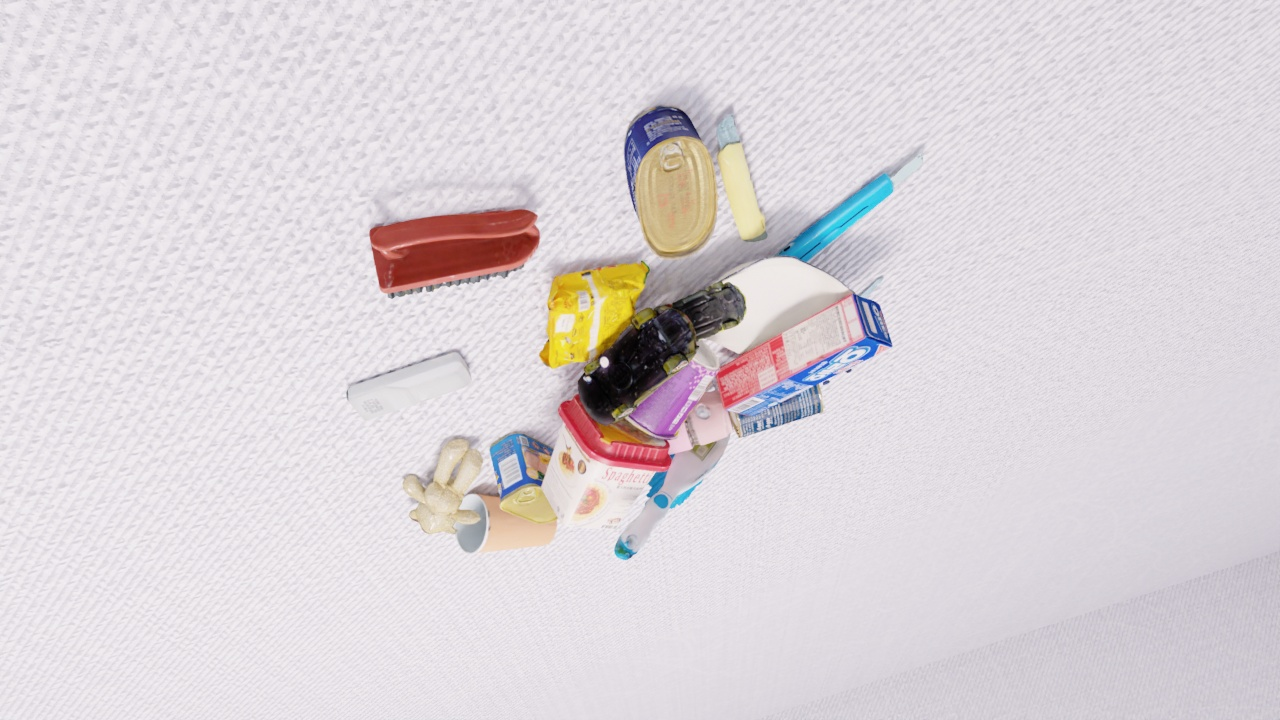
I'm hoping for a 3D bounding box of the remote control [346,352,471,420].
[{"bbox_3d":[-0.243,0.029,0.971,0.125,0.024,0.049,-18,145,-1],"label":"remote control"}]

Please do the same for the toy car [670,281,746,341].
[{"bbox_3d":[0.062,-0.045,0.941,0.105,0.048,0.032,-23,174,26],"label":"toy car"}]

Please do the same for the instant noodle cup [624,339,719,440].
[{"bbox_3d":[0.027,0.016,1.018,0.111,0.111,0.099,20,116,-43],"label":"instant noodle cup"}]

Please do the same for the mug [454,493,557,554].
[{"bbox_3d":[-0.176,0.218,1.226,0.122,0.078,0.078,9,137,-43],"label":"mug"}]

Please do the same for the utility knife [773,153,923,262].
[{"bbox_3d":[0.217,-0.153,0.949,0.183,0.018,0.034,-38,139,25],"label":"utility knife"}]

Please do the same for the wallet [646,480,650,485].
[{"bbox_3d":[-0.034,0.154,1.241,0.115,0.033,0.090,-12,148,-12],"label":"wallet"}]

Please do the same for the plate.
[{"bbox_3d":[0.134,-0.066,0.997,0.165,0.034,0.163,-30,144,35],"label":"plate"}]

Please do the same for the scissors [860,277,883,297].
[{"bbox_3d":[0.242,-0.055,1.103,0.133,0.017,0.134,6,135,-38],"label":"scissors"}]

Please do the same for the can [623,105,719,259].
[{"bbox_3d":[0.027,-0.157,0.824,0.074,0.049,0.148,-18,146,-4],"label":"can"}]

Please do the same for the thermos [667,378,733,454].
[{"bbox_3d":[0.010,0.078,1.121,0.199,0.087,0.067,-17,161,8],"label":"thermos"}]

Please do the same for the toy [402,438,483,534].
[{"bbox_3d":[-0.237,0.157,1.128,0.105,0.066,0.158,26,128,-6],"label":"toy"}]

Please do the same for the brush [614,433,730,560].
[{"bbox_3d":[0.032,0.159,1.106,0.313,0.060,0.110,-44,174,-46],"label":"brush"}]

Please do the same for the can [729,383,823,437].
[{"bbox_3d":[0.163,0.047,1.149,0.111,0.075,0.075,-17,146,-3],"label":"can"}]

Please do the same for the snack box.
[{"bbox_3d":[0.180,-0.001,1.030,0.057,0.058,0.208,14,146,-40],"label":"snack box"}]

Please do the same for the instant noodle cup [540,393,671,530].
[{"bbox_3d":[-0.045,0.118,1.030,0.116,0.116,0.124,11,115,-35],"label":"instant noodle cup"}]

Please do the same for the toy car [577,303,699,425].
[{"bbox_3d":[-0.006,0.006,0.947,0.158,0.070,0.042,-41,164,31],"label":"toy car"}]

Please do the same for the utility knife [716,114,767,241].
[{"bbox_3d":[0.096,-0.165,0.873,0.031,0.019,0.183,-26,151,2],"label":"utility knife"}]

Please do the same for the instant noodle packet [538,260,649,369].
[{"bbox_3d":[-0.050,-0.047,0.943,0.110,0.044,0.129,-15,150,-18],"label":"instant noodle packet"}]

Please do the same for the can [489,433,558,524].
[{"bbox_3d":[-0.135,0.145,1.131,0.057,0.083,0.102,-32,143,17],"label":"can"}]

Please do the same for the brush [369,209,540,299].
[{"bbox_3d":[-0.158,-0.100,0.799,0.145,0.063,0.069,-11,158,-14],"label":"brush"}]
